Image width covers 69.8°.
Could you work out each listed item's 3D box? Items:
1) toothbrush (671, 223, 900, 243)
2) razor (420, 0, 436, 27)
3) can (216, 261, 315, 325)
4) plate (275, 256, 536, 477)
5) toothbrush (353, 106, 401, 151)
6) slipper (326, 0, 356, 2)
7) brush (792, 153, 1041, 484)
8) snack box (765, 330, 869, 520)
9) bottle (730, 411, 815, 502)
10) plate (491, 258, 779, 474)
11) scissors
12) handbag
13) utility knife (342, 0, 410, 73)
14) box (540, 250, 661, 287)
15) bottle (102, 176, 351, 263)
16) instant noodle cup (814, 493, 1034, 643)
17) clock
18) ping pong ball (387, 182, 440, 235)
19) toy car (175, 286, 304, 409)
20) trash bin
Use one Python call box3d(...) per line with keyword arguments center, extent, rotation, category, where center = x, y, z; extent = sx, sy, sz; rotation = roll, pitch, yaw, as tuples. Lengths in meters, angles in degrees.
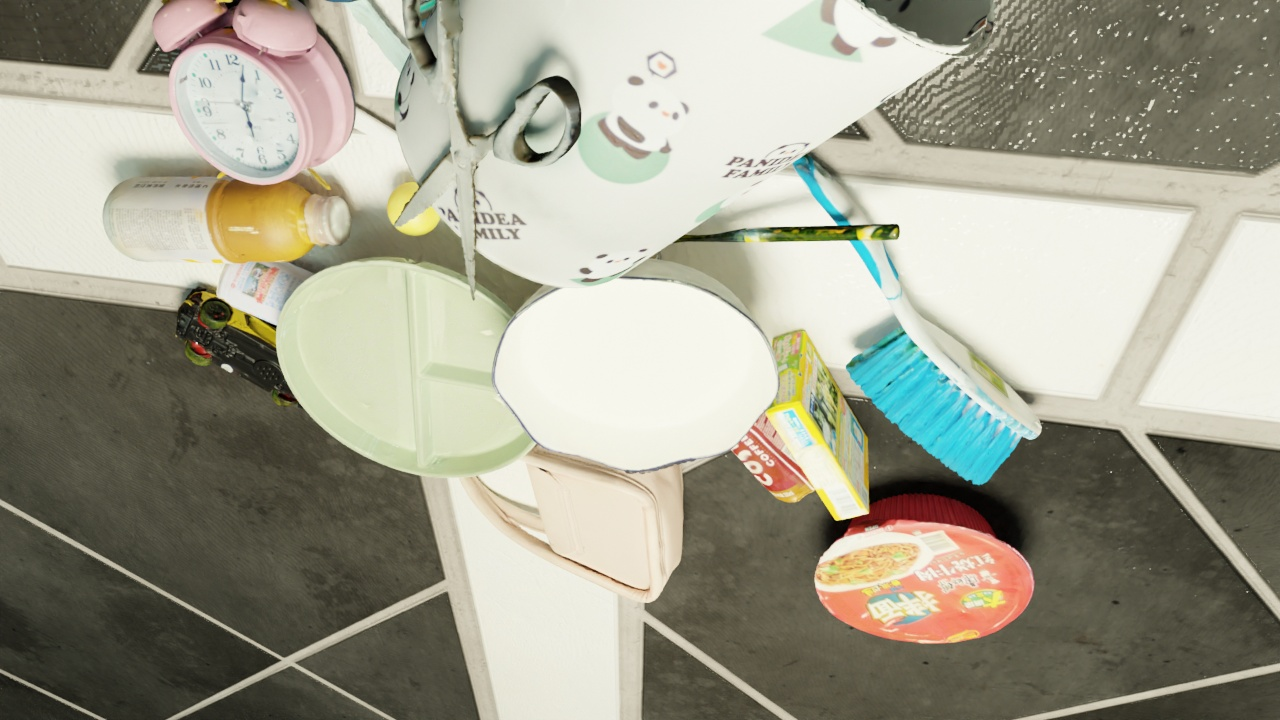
box3d(center=(0.089, -0.092, 0.646), extent=(0.186, 0.012, 0.017), rotation=(4, 124, 30), category="toothbrush")
box3d(center=(-0.097, -0.187, 0.624), extent=(0.043, 0.022, 0.143), rotation=(4, 143, 48), category="razor")
box3d(center=(-0.283, -0.048, 0.779), extent=(0.134, 0.053, 0.053), rotation=(24, 134, -10), category="can")
box3d(center=(-0.183, 0.009, 0.752), extent=(0.230, 0.027, 0.231), rotation=(6, 129, 7), category="plate")
box3d(center=(-0.156, -0.152, 0.679), extent=(0.180, 0.016, 0.016), rotation=(28, 129, -10), category="toothbrush")
box3d(center=(-0.160, -0.240, 0.454), extent=(0.253, 0.095, 0.105), rotation=(27, 108, 44), category="slipper")
box3d(center=(0.194, -0.023, 0.693), extent=(0.314, 0.060, 0.110), rotation=(36, 125, -17), category="brush")
box3d(center=(0.147, 0.054, 0.748), extent=(0.034, 0.086, 0.140), rotation=(-16, 127, 26), category="snack box")
box3d(center=(0.087, 0.050, 0.779), extent=(0.058, 0.057, 0.175), rotation=(-28, 121, 33), category="bottle")
box3d(center=(-0.004, 0.004, 0.673), extent=(0.205, 0.045, 0.205), rotation=(1, 137, 1), category="plate")
box3d(center=(-0.088, -0.105, 0.450), extent=(0.181, 0.014, 0.159), rotation=(-4, 114, 45), category="scissors")
box3d(center=(-0.075, 0.130, 0.890), extent=(0.234, 0.093, 0.194), rotation=(9, 135, 17), category="handbag")
box3d(center=(-0.211, -0.266, 0.583), extent=(0.029, 0.013, 0.222), rotation=(-21, 122, 28), category="utility knife")
box3d(center=(-0.042, -0.038, 0.714), extent=(0.087, 0.076, 0.163), rotation=(10, 138, -13), category="box")
box3d(center=(-0.322, -0.110, 0.719), extent=(0.190, 0.067, 0.068), rotation=(2, 133, 11), category="bottle")
box3d(center=(0.263, 0.188, 0.863), extent=(0.194, 0.065, 0.194), rotation=(7, 135, 7), category="instant noodle cup")
box3d(center=(-0.265, -0.195, 0.625), extent=(0.117, 0.059, 0.159), rotation=(8, 128, 13), category="clock")
box3d(center=(-0.172, -0.115, 0.697), extent=(0.040, 0.040, 0.040), rotation=(7, 134, 7), category="ping pong ball")
box3d(center=(-0.351, -0.007, 0.842), extent=(0.156, 0.041, 0.071), rotation=(32, 132, -14), category="toy car")
box3d(center=(0.009, -0.175, 0.482), extent=(0.229, 0.228, 0.253), rotation=(35, 137, -19), category="trash bin")
